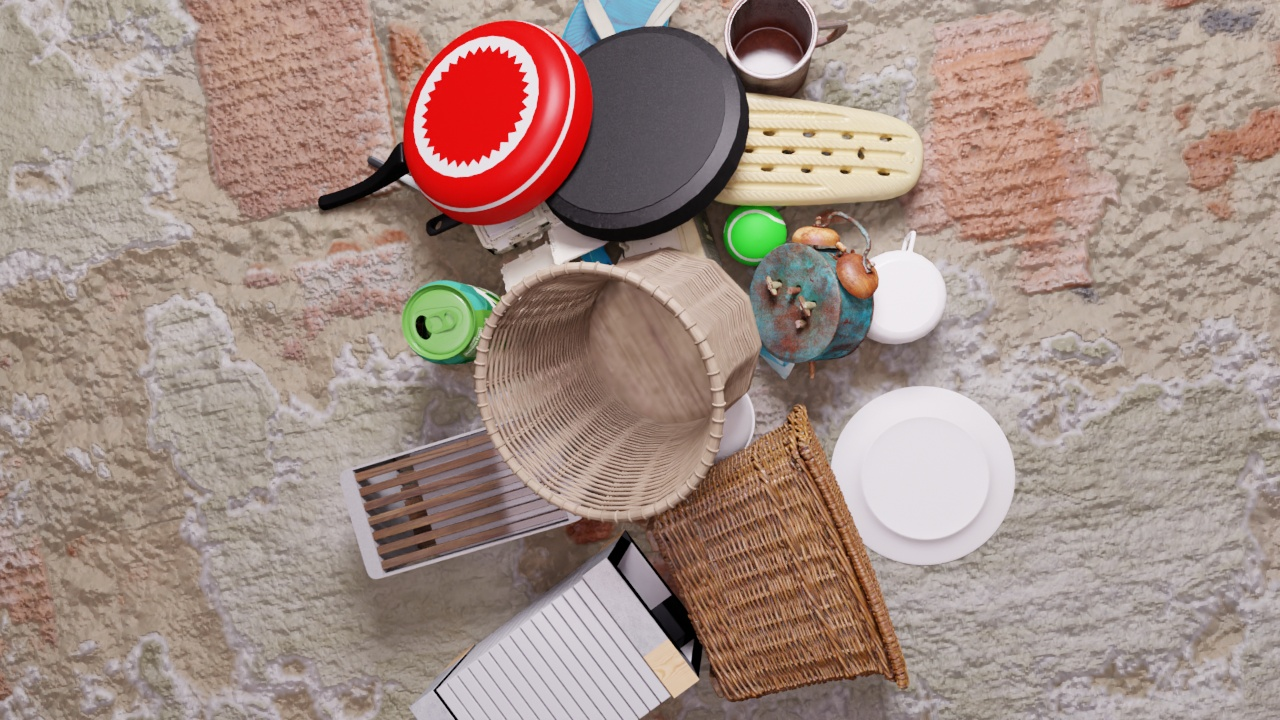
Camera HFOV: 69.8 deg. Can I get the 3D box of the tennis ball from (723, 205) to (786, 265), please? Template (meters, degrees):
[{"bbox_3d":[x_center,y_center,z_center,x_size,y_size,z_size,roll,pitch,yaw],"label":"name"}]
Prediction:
[{"bbox_3d":[0.119,-0.131,0.953,0.065,0.065,0.065,0,91,6],"label":"tennis ball"}]

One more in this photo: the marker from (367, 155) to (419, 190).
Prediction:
[{"bbox_3d":[-0.238,-0.190,1.019,0.152,0.011,0.011,28,94,6],"label":"marker"}]

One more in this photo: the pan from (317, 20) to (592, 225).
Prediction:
[{"bbox_3d":[-0.212,-0.222,0.942,0.357,0.067,0.208,-14,72,23],"label":"pan"}]

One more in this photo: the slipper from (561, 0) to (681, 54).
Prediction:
[{"bbox_3d":[-0.011,-0.380,0.968,0.118,0.060,0.295,24,93,9],"label":"slipper"}]

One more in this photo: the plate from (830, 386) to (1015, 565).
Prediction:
[{"bbox_3d":[0.296,0.122,0.961,0.189,0.016,0.188,0,91,6],"label":"plate"}]

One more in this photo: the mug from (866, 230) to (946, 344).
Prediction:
[{"bbox_3d":[0.262,-0.074,0.936,0.094,0.068,0.115,13,92,6],"label":"mug"}]

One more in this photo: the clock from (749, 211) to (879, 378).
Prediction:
[{"bbox_3d":[0.172,-0.070,0.905,0.121,0.073,0.158,51,131,38],"label":"clock"}]

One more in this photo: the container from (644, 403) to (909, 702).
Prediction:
[{"bbox_3d":[0.127,0.202,0.903,0.183,0.162,0.250,-23,96,11],"label":"container"}]

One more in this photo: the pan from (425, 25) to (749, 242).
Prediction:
[{"bbox_3d":[-0.067,-0.202,0.911,0.357,0.034,0.225,-21,67,14],"label":"pan"}]

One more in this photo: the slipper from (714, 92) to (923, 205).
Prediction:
[{"bbox_3d":[0.156,-0.207,0.942,0.261,0.079,0.111,3,87,-5],"label":"slipper"}]

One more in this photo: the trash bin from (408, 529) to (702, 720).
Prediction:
[{"bbox_3d":[-0.078,0.317,0.943,0.247,0.142,0.142,-38,87,5],"label":"trash bin"}]

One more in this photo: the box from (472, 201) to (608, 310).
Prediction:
[{"bbox_3d":[-0.104,-0.152,0.963,0.145,0.066,0.185,-27,60,5],"label":"box"}]

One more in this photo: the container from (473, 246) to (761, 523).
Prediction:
[{"bbox_3d":[-0.005,0.004,0.845,0.227,0.195,0.227,7,109,21],"label":"container"}]

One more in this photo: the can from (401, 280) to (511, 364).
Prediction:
[{"bbox_3d":[-0.186,-0.038,0.948,0.083,0.144,0.083,0,91,6],"label":"can"}]

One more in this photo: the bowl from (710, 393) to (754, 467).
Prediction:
[{"bbox_3d":[0.066,0.065,0.974,0.110,0.040,0.110,0,91,6],"label":"bowl"}]

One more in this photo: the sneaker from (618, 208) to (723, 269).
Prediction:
[{"bbox_3d":[0.016,-0.136,0.962,0.102,0.088,0.241,-20,89,19],"label":"sneaker"}]

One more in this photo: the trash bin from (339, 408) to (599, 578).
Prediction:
[{"bbox_3d":[-0.173,0.133,0.965,0.229,0.114,0.114,-17,89,6],"label":"trash bin"}]

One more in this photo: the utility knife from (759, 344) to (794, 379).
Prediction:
[{"bbox_3d":[0.117,-0.027,0.980,0.117,0.015,0.022,42,96,7],"label":"utility knife"}]

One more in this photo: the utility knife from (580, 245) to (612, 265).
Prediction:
[{"bbox_3d":[-0.065,-0.165,0.998,0.031,0.015,0.196,-17,86,4],"label":"utility knife"}]

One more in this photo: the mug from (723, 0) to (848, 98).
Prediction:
[{"bbox_3d":[0.146,-0.318,0.927,0.123,0.110,0.096,-9,95,6],"label":"mug"}]
